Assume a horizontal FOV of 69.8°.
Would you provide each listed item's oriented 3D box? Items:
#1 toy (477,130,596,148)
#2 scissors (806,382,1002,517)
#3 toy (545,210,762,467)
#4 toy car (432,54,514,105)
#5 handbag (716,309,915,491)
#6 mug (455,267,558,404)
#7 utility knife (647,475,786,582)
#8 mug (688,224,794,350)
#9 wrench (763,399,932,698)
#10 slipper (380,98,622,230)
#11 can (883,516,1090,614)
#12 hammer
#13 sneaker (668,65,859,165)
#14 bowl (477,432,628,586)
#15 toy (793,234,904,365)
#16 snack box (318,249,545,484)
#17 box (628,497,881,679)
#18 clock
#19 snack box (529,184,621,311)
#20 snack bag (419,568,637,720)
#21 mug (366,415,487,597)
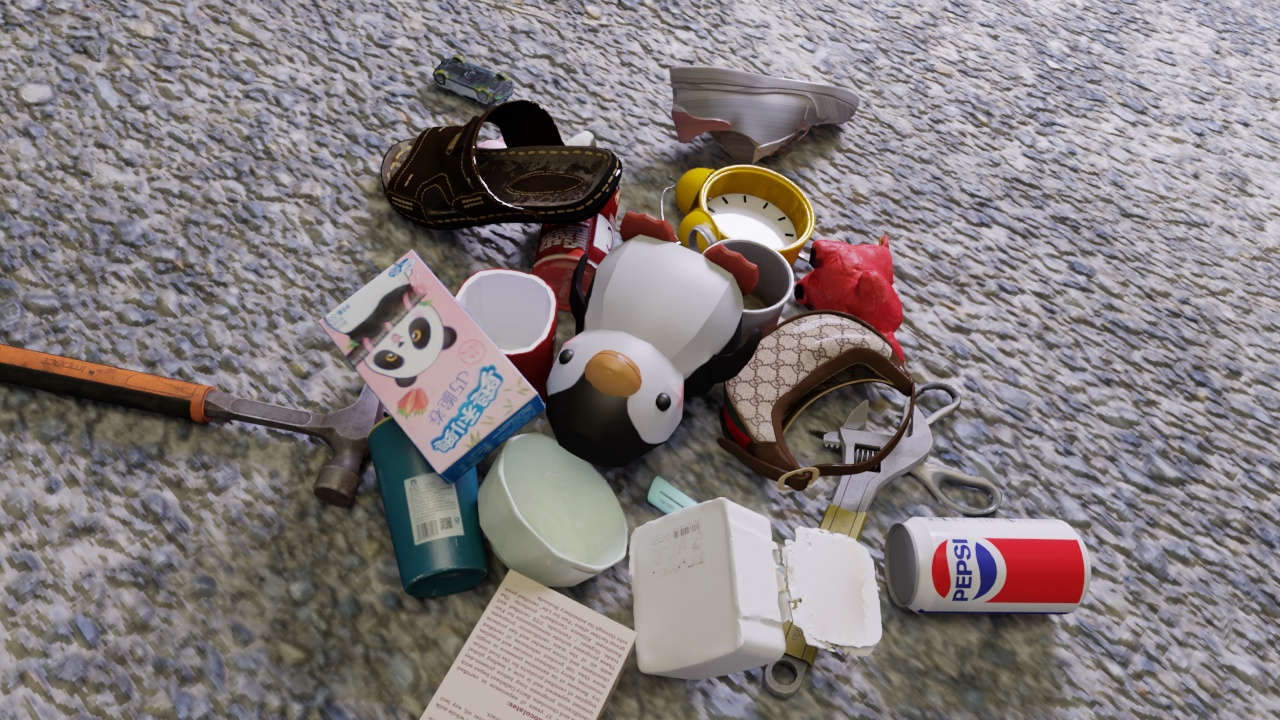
[{"bbox_3d":[-0.103,-0.194,0.903,0.122,0.038,0.079,8,67,-2],"label":"toy"},{"bbox_3d":[0.227,0.074,0.772,0.171,0.013,0.157,27,57,13],"label":"scissors"},{"bbox_3d":[-0.004,0.004,0.714,0.159,0.140,0.183,25,58,10],"label":"toy"},{"bbox_3d":[-0.175,-0.292,0.967,0.090,0.027,0.038,25,53,11],"label":"toy car"},{"bbox_3d":[0.143,0.035,0.748,0.166,0.063,0.138,-32,52,-23],"label":"handbag"},{"bbox_3d":[-0.112,0.002,0.726,0.080,0.097,0.116,12,54,1],"label":"mug"},{"bbox_3d":[0.064,0.134,0.699,0.141,0.015,0.022,32,73,21],"label":"utility knife"},{"bbox_3d":[0.078,-0.065,0.814,0.084,0.071,0.113,-28,63,-24],"label":"mug"},{"bbox_3d":[0.157,0.135,0.709,0.084,0.018,0.272,20,56,16],"label":"wrench"},{"bbox_3d":[-0.138,-0.176,0.817,0.268,0.076,0.112,11,59,31],"label":"slipper"},{"bbox_3d":[0.257,0.153,0.685,0.132,0.070,0.070,2,55,-6],"label":"can"},{"bbox_3d":[-0.356,0.019,0.721,0.314,0.035,0.137,11,54,1],"label":"hammer"},{"bbox_3d":[0.127,-0.248,0.953,0.235,0.089,0.099,-2,19,-32],"label":"sneaker"},{"bbox_3d":[-0.071,0.116,0.661,0.117,0.061,0.117,36,25,-20],"label":"bowl"},{"bbox_3d":[0.213,-0.054,0.823,0.093,0.088,0.133,-12,58,-28],"label":"toy"},{"bbox_3d":[-0.149,0.003,0.651,0.088,0.033,0.154,-40,71,-9],"label":"snack box"},{"bbox_3d":[0.090,0.160,0.641,0.132,0.152,0.107,25,49,-43],"label":"box"},{"bbox_3d":[0.093,-0.136,0.881,0.152,0.052,0.113,6,54,-9],"label":"clock"},{"bbox_3d":[-0.057,-0.112,0.830,0.072,0.072,0.121,8,53,-2],"label":"snack box"},{"bbox_3d":[-0.091,0.250,0.571,0.094,0.070,0.205,24,56,10],"label":"snack bag"},{"bbox_3d":[-0.151,0.104,0.666,0.078,0.078,0.121,-10,61,-14],"label":"mug"}]
